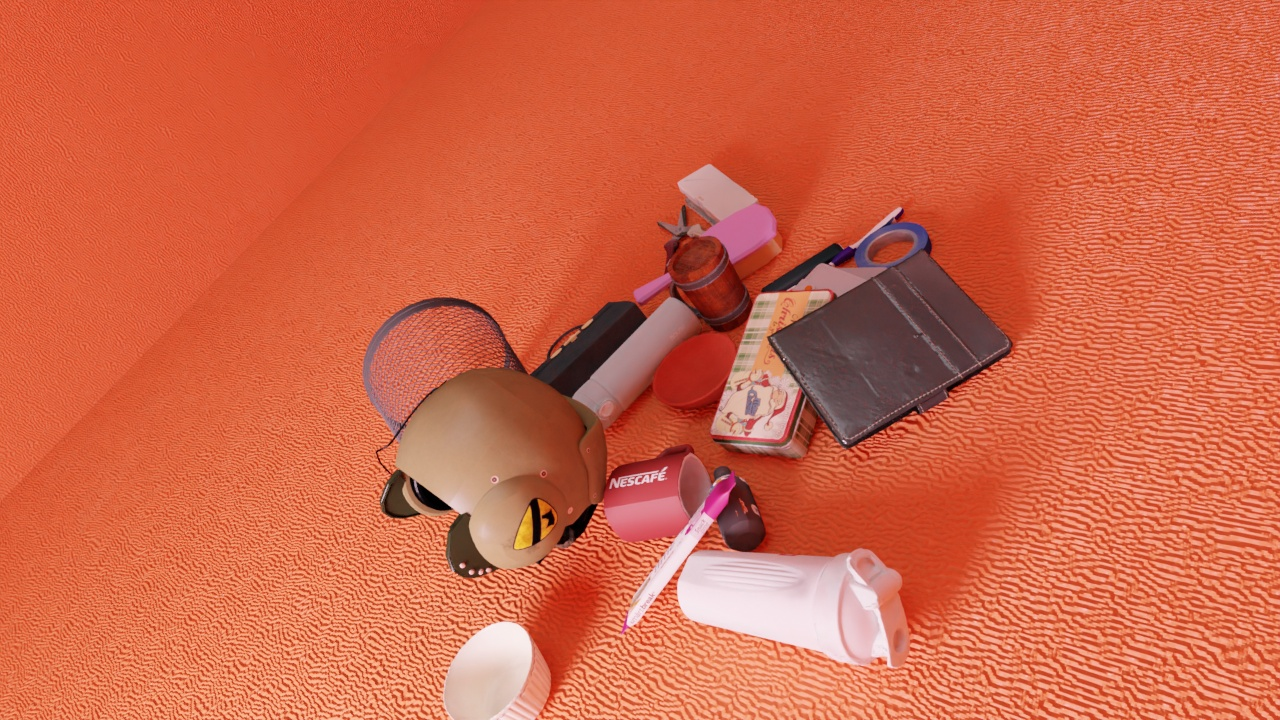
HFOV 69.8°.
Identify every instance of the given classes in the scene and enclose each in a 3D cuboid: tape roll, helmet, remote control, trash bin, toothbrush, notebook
[{"bbox_3d":[0.319,-0.138,1.160,0.091,0.016,0.093,-41,35,-4],"label":"tape roll"},{"bbox_3d":[-0.151,0.131,1.044,0.251,0.255,0.232,19,67,49],"label":"helmet"},{"bbox_3d":[0.217,-0.119,1.232,0.124,0.012,0.028,-32,36,8],"label":"remote control"},{"bbox_3d":[-0.252,0.056,1.280,0.217,0.218,0.227,-41,39,-4],"label":"trash bin"},{"bbox_3d":[0.273,-0.141,1.204,0.186,0.016,0.015,-38,35,-3],"label":"toothbrush"},{"bbox_3d":[0.269,-0.015,0.997,0.209,0.029,0.169,-31,59,0],"label":"notebook"}]

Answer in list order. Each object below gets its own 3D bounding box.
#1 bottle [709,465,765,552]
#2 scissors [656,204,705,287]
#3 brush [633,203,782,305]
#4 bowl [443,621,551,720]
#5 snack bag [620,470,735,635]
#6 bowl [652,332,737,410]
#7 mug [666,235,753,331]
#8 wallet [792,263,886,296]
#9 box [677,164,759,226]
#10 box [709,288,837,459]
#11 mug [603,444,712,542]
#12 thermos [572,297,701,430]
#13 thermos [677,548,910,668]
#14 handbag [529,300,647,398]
[{"bbox_3d":[0.101,0.157,0.993,0.047,0.047,0.112,-31,36,10],"label":"bottle"},{"bbox_3d":[0.074,-0.184,1.427,0.180,0.015,0.198,-4,48,39],"label":"scissors"},{"bbox_3d":[0.096,-0.139,1.320,0.229,0.043,0.089,-31,46,9],"label":"brush"},{"bbox_3d":[-0.146,0.347,0.983,0.115,0.062,0.115,-23,38,20],"label":"bowl"},{"bbox_3d":[0.039,0.198,0.956,0.197,0.016,0.070,-54,-2,8],"label":"snack bag"},{"bbox_3d":[0.076,0.020,1.178,0.122,0.035,0.121,-24,38,19],"label":"bowl"},{"bbox_3d":[0.084,-0.099,1.240,0.118,0.111,0.081,0,50,41],"label":"mug"},{"bbox_3d":[0.246,-0.080,1.140,0.115,0.037,0.118,-47,38,-8],"label":"wallet"},{"bbox_3d":[0.125,-0.252,1.432,0.083,0.067,0.199,-54,32,11],"label":"box"},{"bbox_3d":[0.161,0.013,1.073,0.118,0.050,0.205,4,62,42],"label":"box"},{"bbox_3d":[0.025,0.145,1.048,0.097,0.080,0.116,-15,35,29],"label":"mug"},{"bbox_3d":[-0.007,0.007,1.240,0.206,0.065,0.078,-46,23,-12],"label":"thermos"},{"bbox_3d":[0.137,0.220,0.854,0.221,0.099,0.099,-4,47,44],"label":"thermos"},{"bbox_3d":[-0.087,-0.016,1.355,0.175,0.072,0.196,-43,25,-8],"label":"handbag"}]
